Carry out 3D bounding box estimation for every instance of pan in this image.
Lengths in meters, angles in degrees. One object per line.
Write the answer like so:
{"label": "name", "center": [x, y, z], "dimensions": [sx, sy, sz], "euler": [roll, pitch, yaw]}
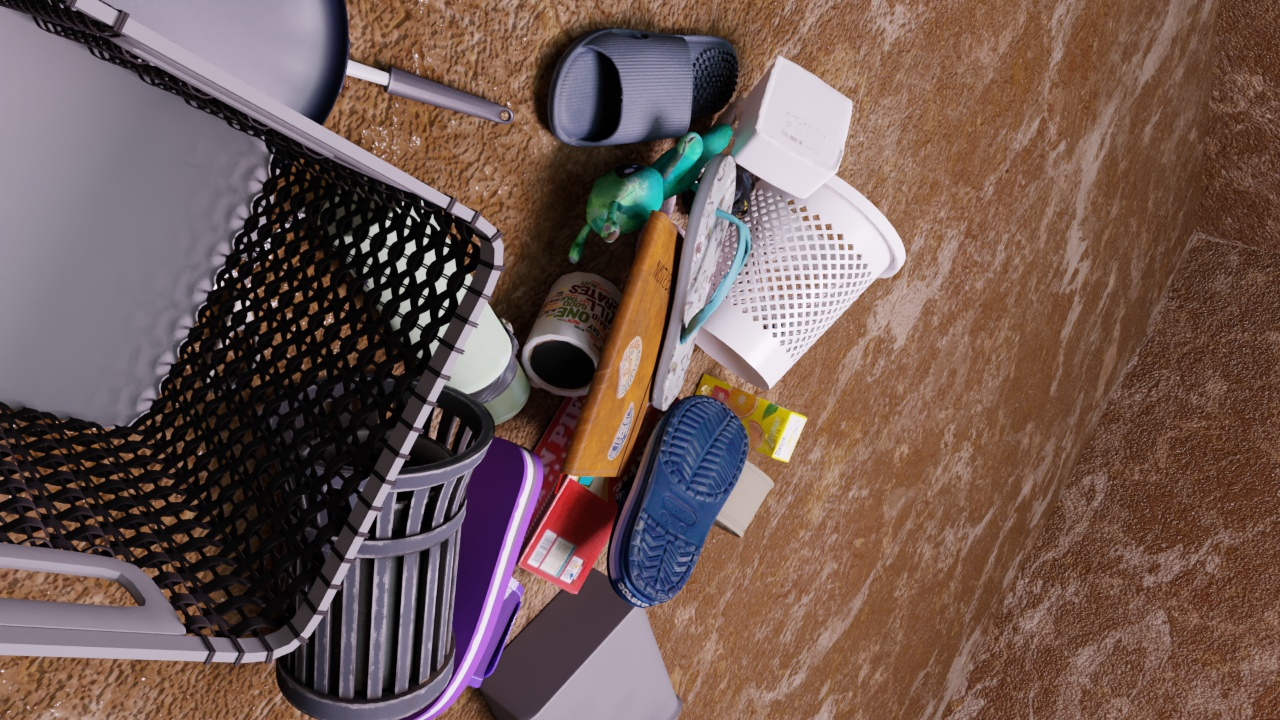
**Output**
{"label": "pan", "center": [-0.222, -0.205, 0.623], "dimensions": [0.355, 0.021, 0.199], "euler": [2, 106, -50]}

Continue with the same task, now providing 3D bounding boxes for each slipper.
{"label": "slipper", "center": [-0.150, 0.207, 0.848], "dimensions": [0.084, 0.107, 0.266], "euler": [31, 78, -52]}
{"label": "slipper", "center": [0.027, -0.256, 0.850], "dimensions": [0.262, 0.083, 0.101], "euler": [-25, 125, -43]}
{"label": "slipper", "center": [0.025, 0.137, 0.935], "dimensions": [0.105, 0.095, 0.252], "euler": [41, 49, -13]}
{"label": "slipper", "center": [0.067, -0.067, 0.880], "dimensions": [0.098, 0.055, 0.269], "euler": [-49, 156, -56]}

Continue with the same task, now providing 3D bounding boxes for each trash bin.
{"label": "trash bin", "center": [-0.206, 0.147, 0.707], "dimensions": [0.163, 0.164, 0.228], "euler": [-15, 122, -46]}
{"label": "trash bin", "center": [-0.062, 0.380, 1.040], "dimensions": [0.191, 0.098, 0.220], "euler": [-42, 134, -30]}
{"label": "trash bin", "center": [0.149, -0.086, 1.010], "dimensions": [0.199, 0.195, 0.195], "euler": [-52, 140, -6]}

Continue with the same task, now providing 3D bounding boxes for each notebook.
{"label": "notebook", "center": [-0.005, 0.003, 0.850], "dimensions": [0.178, 0.014, 0.249], "euler": [26, 83, -75]}

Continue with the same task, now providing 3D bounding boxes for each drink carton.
{"label": "drink carton", "center": [0.120, 0.066, 1.073], "dimensions": [0.043, 0.135, 0.058], "euler": [22, 92, -50]}

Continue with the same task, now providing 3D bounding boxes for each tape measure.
{"label": "tape measure", "center": [0.081, -0.171, 0.965], "dimensions": [0.042, 0.072, 0.071], "euler": [52, 37, -53]}

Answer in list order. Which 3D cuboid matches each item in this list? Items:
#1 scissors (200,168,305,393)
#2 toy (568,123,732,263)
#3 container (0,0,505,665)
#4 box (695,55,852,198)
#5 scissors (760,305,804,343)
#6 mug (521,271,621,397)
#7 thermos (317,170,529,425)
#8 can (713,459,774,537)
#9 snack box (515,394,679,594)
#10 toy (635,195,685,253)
{"label": "scissors", "center": [-0.284, -0.048, 0.621], "dimensions": [0.161, 0.012, 0.158], "euler": [-19, 129, -40]}
{"label": "toy", "center": [0.013, -0.157, 0.837], "dimensions": [0.192, 0.131, 0.072], "euler": [-39, 98, -29]}
{"label": "container", "center": [-0.268, -0.033, 0.446], "dimensions": [0.247, 0.244, 0.245], "euler": [25, 93, -50]}
{"label": "box", "center": [0.117, -0.215, 0.918], "dimensions": [0.128, 0.137, 0.108], "euler": [25, 59, -13]}
{"label": "scissors", "center": [0.171, -0.030, 1.183], "dimensions": [0.124, 0.019, 0.156], "euler": [-50, 138, -21]}
{"label": "mug", "center": [-0.068, -0.017, 0.846], "dimensions": [0.073, 0.105, 0.089], "euler": [36, 42, -18]}
{"label": "thermos", "center": [-0.159, -0.041, 0.734], "dimensions": [0.082, 0.082, 0.231], "euler": [-49, 138, -23]}
{"label": "can", "center": [0.082, 0.143, 1.072], "dimensions": [0.073, 0.128, 0.128], "euler": [-58, 141, -10]}
{"label": "snack box", "center": [-0.054, 0.112, 0.946], "dimensions": [0.236, 0.060, 0.113], "euler": [-60, 141, -11]}
{"label": "toy", "center": [0.020, -0.125, 0.935], "dimensions": [0.063, 0.047, 0.110], "euler": [-26, 115, -45]}
